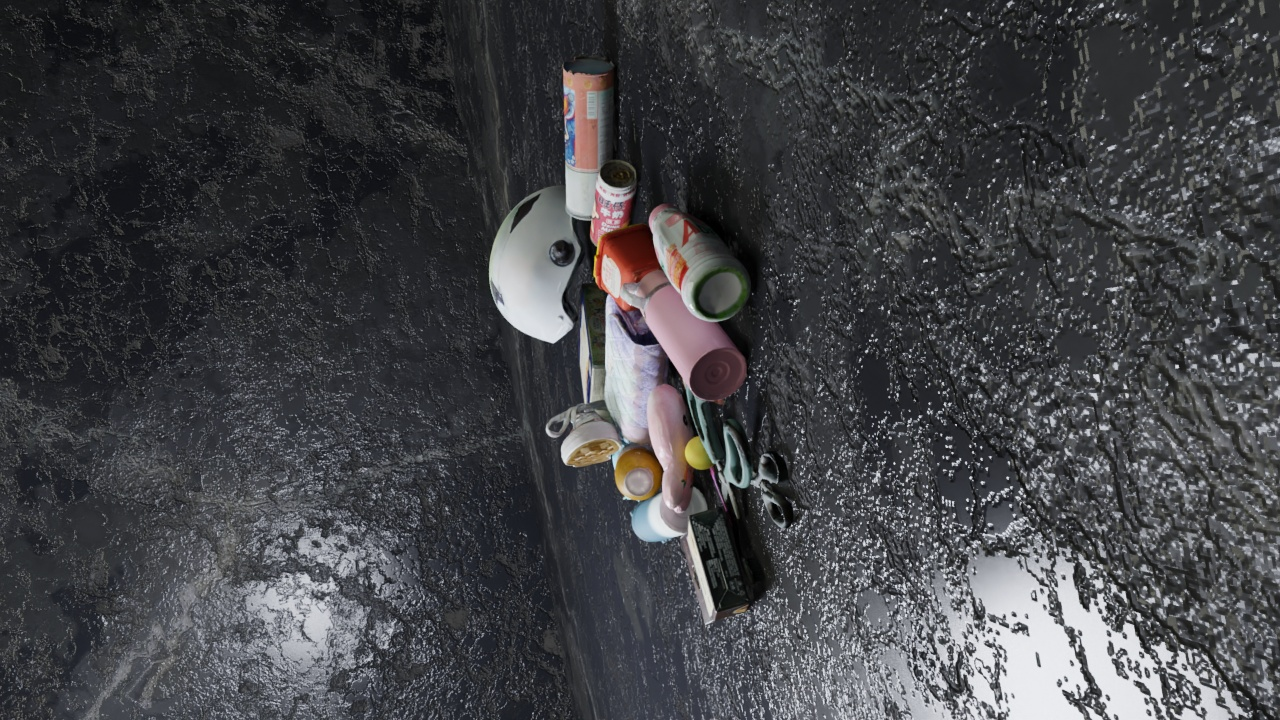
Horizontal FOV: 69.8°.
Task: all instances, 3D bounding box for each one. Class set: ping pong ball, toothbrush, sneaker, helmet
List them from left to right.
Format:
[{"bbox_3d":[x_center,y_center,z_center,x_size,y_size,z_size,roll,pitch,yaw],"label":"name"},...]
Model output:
[{"bbox_3d":[-0.165,-0.162,1.469,0.229,0.146,0.259,-96,13,-79],"label":"helmet"},{"bbox_3d":[-0.080,0.106,1.372,0.241,0.118,0.087,105,151,-78],"label":"sneaker"},{"bbox_3d":[0.073,0.109,1.082,0.040,0.040,0.040,169,91,-76],"label":"ping pong ball"},{"bbox_3d":[0.106,0.177,1.072,0.014,0.017,0.189,96,162,-46],"label":"toothbrush"}]

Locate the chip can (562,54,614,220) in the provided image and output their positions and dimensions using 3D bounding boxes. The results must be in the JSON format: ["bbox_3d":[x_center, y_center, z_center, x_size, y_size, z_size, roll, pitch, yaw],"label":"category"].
[{"bbox_3d":[-0.071,-0.305,1.268,0.071,0.071,0.215,-117,22,-48],"label":"chip can"}]

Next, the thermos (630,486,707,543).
[{"bbox_3d":[0.035,0.215,1.265,0.221,0.070,0.070,126,132,-72],"label":"thermos"}]

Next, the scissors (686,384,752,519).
[{"bbox_3d":[0.094,0.104,0.992,0.176,0.019,0.175,-163,55,-73],"label":"scissors"}]

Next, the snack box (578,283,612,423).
[{"bbox_3d":[-0.071,-0.002,1.489,0.178,0.045,0.182,97,168,-49],"label":"snack box"}]

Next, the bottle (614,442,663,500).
[{"bbox_3d":[-0.002,0.154,1.270,0.189,0.068,0.068,-80,-20,-88],"label":"bottle"}]

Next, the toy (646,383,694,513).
[{"bbox_3d":[0.041,0.107,1.135,0.121,0.054,0.159,46,-144,-72],"label":"toy"}]

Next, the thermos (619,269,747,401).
[{"bbox_3d":[0.041,-0.036,1.011,0.067,0.087,0.198,-68,30,25],"label":"thermos"}]

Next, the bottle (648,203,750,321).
[{"bbox_3d":[0.053,-0.111,0.956,0.196,0.068,0.068,-116,21,-57],"label":"bottle"}]

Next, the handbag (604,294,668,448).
[{"bbox_3d":[-0.007,0.007,1.247,0.134,0.075,0.194,-118,21,-44],"label":"handbag"}]

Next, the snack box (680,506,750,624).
[{"bbox_3d":[0.086,0.244,1.083,0.126,0.053,0.113,81,174,-69],"label":"snack box"}]

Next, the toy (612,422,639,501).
[{"bbox_3d":[-0.021,0.147,1.457,0.161,0.049,0.156,-113,20,-55],"label":"toy"}]

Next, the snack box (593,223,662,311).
[{"bbox_3d":[-0.012,-0.116,1.172,0.080,0.082,0.091,56,154,35],"label":"snack box"}]

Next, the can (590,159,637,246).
[{"bbox_3d":[-0.037,-0.209,1.246,0.133,0.053,0.053,104,152,-59],"label":"can"}]

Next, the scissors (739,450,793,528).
[{"bbox_3d":[0.123,0.131,0.964,0.171,0.014,0.150,100,156,-55],"label":"scissors"}]

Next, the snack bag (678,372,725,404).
[{"bbox_3d":[0.069,0.026,1.065,0.104,0.026,0.048,-156,45,-73],"label":"snack bag"}]
